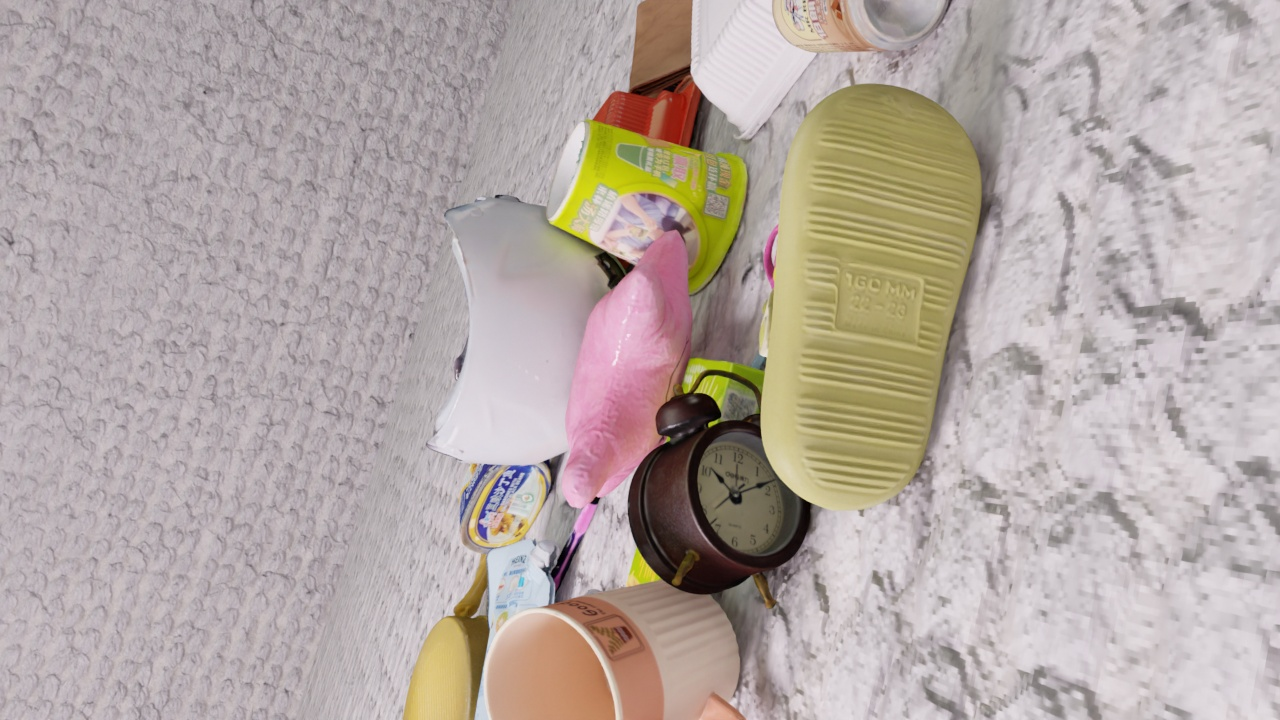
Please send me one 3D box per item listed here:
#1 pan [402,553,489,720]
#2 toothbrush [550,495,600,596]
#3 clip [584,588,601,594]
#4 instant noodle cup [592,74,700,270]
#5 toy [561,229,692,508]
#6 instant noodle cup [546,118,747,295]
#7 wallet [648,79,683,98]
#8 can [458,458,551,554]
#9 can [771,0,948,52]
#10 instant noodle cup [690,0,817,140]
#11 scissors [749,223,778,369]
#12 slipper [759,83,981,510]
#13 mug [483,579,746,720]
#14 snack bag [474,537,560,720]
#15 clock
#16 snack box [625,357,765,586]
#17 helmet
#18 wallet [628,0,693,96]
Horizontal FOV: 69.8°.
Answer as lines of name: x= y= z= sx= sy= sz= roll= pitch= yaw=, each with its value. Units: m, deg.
pan: x=-0.175 y=0.289 z=0.925 sx=0.198 sy=0.078 sz=0.356 roll=-56 pitch=31 yaw=33
toothbrush: x=-0.072 y=0.185 z=0.779 sx=0.017 sy=0.014 sz=0.189 roll=-95 pitch=28 yaw=-68
clip: x=-0.037 y=0.192 z=0.658 sx=0.045 sy=0.027 sz=0.058 roll=135 pitch=149 yaw=-67
instant noodle cup: x=-0.019 y=-0.165 z=0.842 sx=0.189 sy=0.079 sz=0.164 roll=-34 pitch=41 yaw=60
toy: x=-0.004 y=0.004 z=0.623 sx=0.178 sy=0.074 sz=0.194 roll=14 pitch=-88 yaw=-83
instant noodle cup: x=-0.001 y=-0.121 z=0.683 sx=0.112 sy=0.123 sz=0.111 roll=-54 pitch=25 yaw=41
wallet: x=0.021 y=-0.287 z=0.915 sx=0.115 sy=0.033 sz=0.090 roll=149 pitch=135 yaw=-67
can: x=-0.135 y=0.129 z=0.910 sx=0.148 sy=0.074 sz=0.049 roll=-60 pitch=26 yaw=34
can: x=0.121 y=-0.206 z=0.522 sx=0.058 sy=0.058 sz=0.116 roll=-68 pitch=19 yaw=11
instant noodle cup: x=0.084 y=-0.267 z=0.680 sx=0.138 sy=0.060 sz=0.173 roll=-50 pitch=28 yaw=48
scissors: x=0.086 y=-0.026 z=0.527 sx=0.131 sy=0.017 sz=0.133 roll=151 pitch=129 yaw=-65
slipper: x=0.089 y=-0.029 z=0.414 sx=0.082 sy=0.091 sz=0.190 roll=162 pitch=120 yaw=-70
mug: x=0.001 y=0.160 z=0.447 sx=0.115 sy=0.105 sz=0.082 roll=25 pitch=103 yaw=35
snack bag: x=-0.105 y=0.241 z=0.756 sx=0.111 sy=0.038 sz=0.190 roll=-36 pitch=44 yaw=54
clock: x=0.041 y=0.062 z=0.471 sx=0.055 sy=0.082 sz=0.121 roll=-36 pitch=41 yaw=53
snack box: x=0.032 y=0.077 z=0.551 sx=0.086 sy=0.026 sz=0.156 roll=-166 pitch=92 yaw=-76
helmet: x=-0.079 y=-0.021 z=0.764 sx=0.258 sy=0.146 sz=0.229 roll=104 pitch=171 yaw=-88
wallet: x=0.037 y=-0.300 z=0.832 sx=0.116 sy=0.020 sz=0.101 roll=-11 pitch=66 yaw=41
